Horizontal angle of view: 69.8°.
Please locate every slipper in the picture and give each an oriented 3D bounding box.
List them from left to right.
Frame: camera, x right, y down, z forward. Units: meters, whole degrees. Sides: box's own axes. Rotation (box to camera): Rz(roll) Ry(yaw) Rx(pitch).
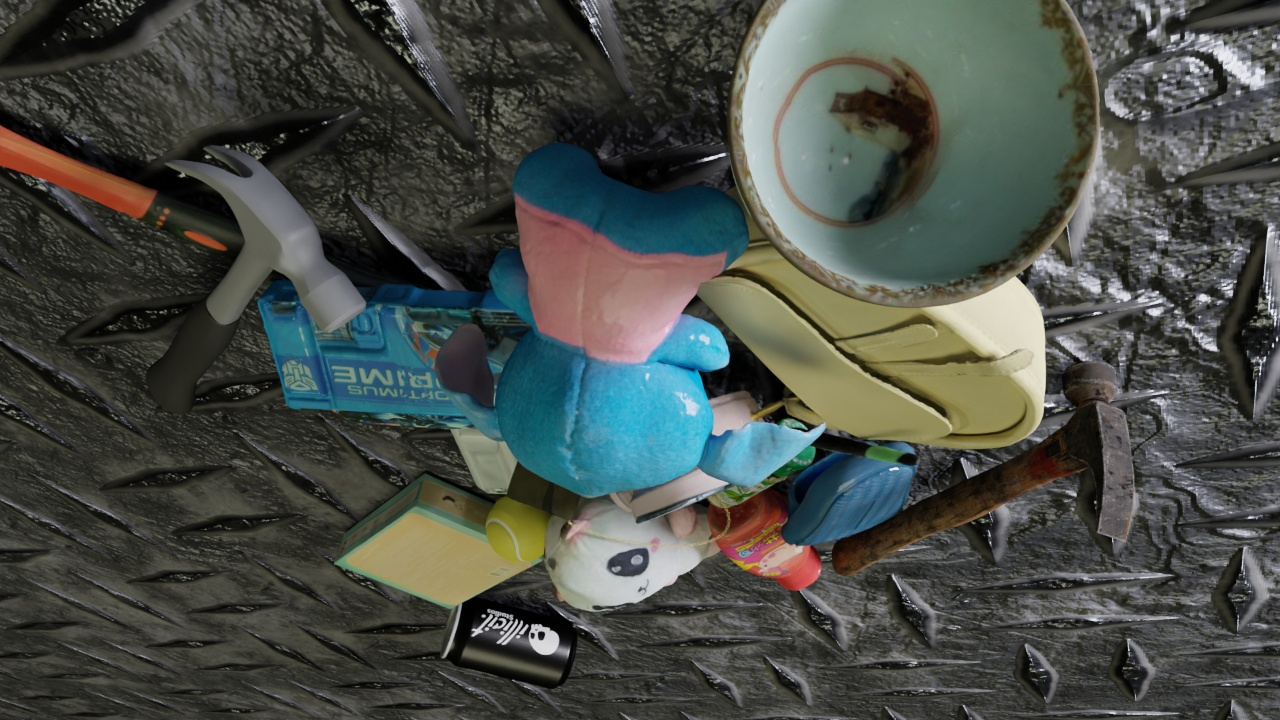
[{"bbox_3d":[0.155,0.100,0.711,0.104,0.059,0.214,-21,159,-3],"label":"slipper"}]

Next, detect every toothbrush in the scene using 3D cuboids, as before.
[{"bbox_3d":[0.120,0.054,0.644,0.017,0.014,0.188,46,160,-26],"label":"toothbrush"}]

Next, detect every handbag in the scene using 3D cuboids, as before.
[{"bbox_3d":[-0.013,0.106,0.744,0.178,0.084,0.027,20,-175,-2],"label":"handbag"},{"bbox_3d":[0.129,-0.021,0.555,0.191,0.088,0.233,-19,136,36],"label":"handbag"}]

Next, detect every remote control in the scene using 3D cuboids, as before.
[{"bbox_3d":[-0.131,0.078,0.787,0.050,0.022,0.133,2,143,9],"label":"remote control"}]

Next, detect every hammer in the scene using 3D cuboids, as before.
[{"bbox_3d":[-0.294,-0.092,0.582,0.333,0.033,0.133,23,139,-17],"label":"hammer"},{"bbox_3d":[-0.276,-0.028,0.589,0.312,0.029,0.125,-28,100,48],"label":"hammer"},{"bbox_3d":[0.244,0.123,0.718,0.033,0.119,0.331,18,148,-13],"label":"hammer"}]

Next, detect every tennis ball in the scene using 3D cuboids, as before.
[{"bbox_3d":[-0.110,0.153,0.847,0.065,0.065,0.065,5,143,4],"label":"tennis ball"}]

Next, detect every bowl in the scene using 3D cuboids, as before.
[{"bbox_3d":[0.109,-0.105,0.422,0.160,0.160,0.094,14,-176,-8],"label":"bowl"}]

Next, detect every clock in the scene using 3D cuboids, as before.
[{"bbox_3d":[0.036,0.072,0.661,0.116,0.058,0.158,-18,169,-19],"label":"clock"}]

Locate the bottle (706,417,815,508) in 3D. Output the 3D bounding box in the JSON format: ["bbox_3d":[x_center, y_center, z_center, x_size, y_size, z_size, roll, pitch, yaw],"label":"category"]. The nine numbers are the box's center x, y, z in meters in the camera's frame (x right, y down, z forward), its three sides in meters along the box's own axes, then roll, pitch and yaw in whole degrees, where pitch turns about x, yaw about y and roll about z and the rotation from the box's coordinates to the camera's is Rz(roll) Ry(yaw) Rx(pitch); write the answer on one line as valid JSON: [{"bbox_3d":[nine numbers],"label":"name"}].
[{"bbox_3d":[0.092,0.085,0.739,0.042,0.042,0.110,24,142,-20],"label":"bottle"}]

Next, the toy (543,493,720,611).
[{"bbox_3d":[-0.001,0.165,0.828,0.179,0.101,0.139,-2,133,-18],"label":"toy"}]

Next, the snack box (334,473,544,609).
[{"bbox_3d":[-0.205,0.190,0.933,0.141,0.044,0.194,30,138,-25],"label":"snack box"}]

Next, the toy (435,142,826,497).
[{"bbox_3d":[-0.006,-0.010,0.498,0.224,0.098,0.192,15,117,12],"label":"toy"}]

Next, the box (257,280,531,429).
[{"bbox_3d":[-0.118,0.021,0.629,0.243,0.059,0.176,3,143,6],"label":"box"}]

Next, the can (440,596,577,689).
[{"bbox_3d":[-0.154,0.331,1.079,0.146,0.080,0.080,19,142,-13],"label":"can"}]

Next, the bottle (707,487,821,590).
[{"bbox_3d":[0.116,0.160,0.822,0.071,0.048,0.134,-35,132,12],"label":"bottle"}]

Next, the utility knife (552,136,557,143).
[{"bbox_3d":[-0.047,-0.066,0.577,0.020,0.028,0.175,1,142,1],"label":"utility knife"}]

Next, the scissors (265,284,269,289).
[{"bbox_3d":[-0.208,-0.033,0.665,0.127,0.011,0.123,14,140,-7],"label":"scissors"}]
